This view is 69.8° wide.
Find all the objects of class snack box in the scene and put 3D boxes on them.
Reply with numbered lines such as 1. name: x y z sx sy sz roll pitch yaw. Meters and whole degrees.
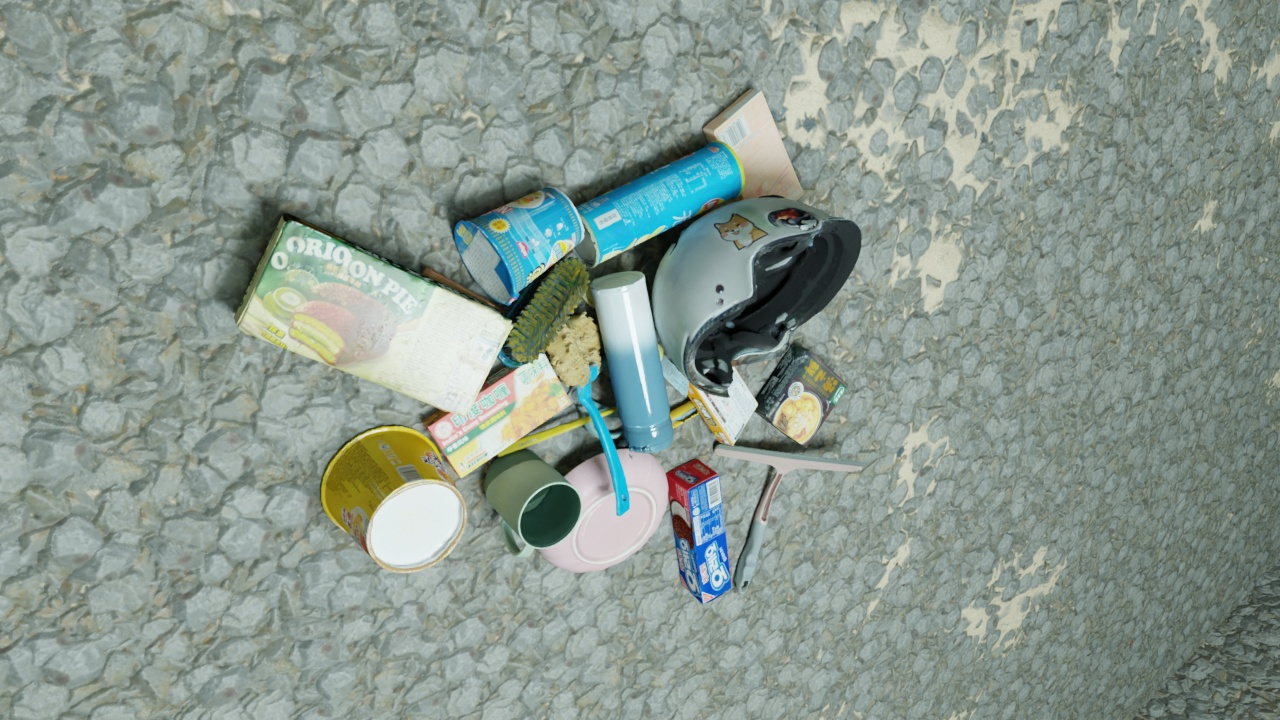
1. snack box: -0.257 -0.041 0.900 0.240 0.063 0.114 24 95 -29
2. snack box: 0.142 -0.245 1.136 0.084 0.026 0.157 -42 128 -13
3. snack box: 0.084 0.243 1.289 0.057 0.058 0.208 -23 121 -25
4. snack box: 0.233 0.055 1.320 0.125 0.053 0.113 36 88 -34
5. snack box: 0.102 0.039 1.220 0.075 0.026 0.154 -56 132 -24
6. snack box: -0.162 0.058 1.049 0.155 0.027 0.077 -34 118 -15

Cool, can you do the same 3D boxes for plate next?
1. plate: -0.041 0.202 1.175 0.192 0.039 0.193 -18 129 -24

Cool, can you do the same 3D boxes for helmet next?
1. helmet: 0.118 -0.099 1.094 0.273 0.157 0.230 -38 154 -23

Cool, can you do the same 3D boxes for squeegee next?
1. squeegee: 0.184 0.237 1.369 0.247 0.040 0.250 9 110 -21

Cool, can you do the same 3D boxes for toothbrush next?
1. toothbrush: -0.086 0.075 1.105 0.189 0.016 0.017 -20 118 -20

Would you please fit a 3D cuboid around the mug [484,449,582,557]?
1. mug: -0.134 0.170 1.074 0.082 0.106 0.112 13 102 -39

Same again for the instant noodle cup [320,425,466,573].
1. instant noodle cup: -0.256 0.153 0.980 0.137 0.110 0.138 -15 119 -30

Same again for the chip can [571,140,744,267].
1. chip can: 0.017 -0.180 1.049 0.209 0.071 0.071 -29 124 -21

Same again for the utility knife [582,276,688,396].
1. utility knife: -0.004 -0.028 1.110 0.212 0.022 0.031 45 80 -21

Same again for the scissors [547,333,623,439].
1. scissors: -0.044 0.020 1.129 0.170 0.019 0.181 20 98 -38

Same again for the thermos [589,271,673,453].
1. thermos: -0.006 0.006 1.080 0.070 0.070 0.221 -23 114 -25

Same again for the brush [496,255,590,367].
1. brush: -0.115 -0.053 1.007 0.055 0.074 0.143 44 63 -27

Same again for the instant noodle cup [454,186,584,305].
1. instant noodle cup: -0.122 -0.128 0.967 0.109 0.099 0.099 -37 127 -27

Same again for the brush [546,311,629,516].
1. brush: -0.053 0.060 1.068 0.083 0.046 0.255 -30 105 -58

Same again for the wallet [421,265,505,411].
1. wallet: -0.219 -0.021 0.982 0.107 0.031 0.132 31 92 -38

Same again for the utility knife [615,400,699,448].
1. utility knife: 0.036 0.081 1.201 0.170 0.015 0.033 -28 138 -31
